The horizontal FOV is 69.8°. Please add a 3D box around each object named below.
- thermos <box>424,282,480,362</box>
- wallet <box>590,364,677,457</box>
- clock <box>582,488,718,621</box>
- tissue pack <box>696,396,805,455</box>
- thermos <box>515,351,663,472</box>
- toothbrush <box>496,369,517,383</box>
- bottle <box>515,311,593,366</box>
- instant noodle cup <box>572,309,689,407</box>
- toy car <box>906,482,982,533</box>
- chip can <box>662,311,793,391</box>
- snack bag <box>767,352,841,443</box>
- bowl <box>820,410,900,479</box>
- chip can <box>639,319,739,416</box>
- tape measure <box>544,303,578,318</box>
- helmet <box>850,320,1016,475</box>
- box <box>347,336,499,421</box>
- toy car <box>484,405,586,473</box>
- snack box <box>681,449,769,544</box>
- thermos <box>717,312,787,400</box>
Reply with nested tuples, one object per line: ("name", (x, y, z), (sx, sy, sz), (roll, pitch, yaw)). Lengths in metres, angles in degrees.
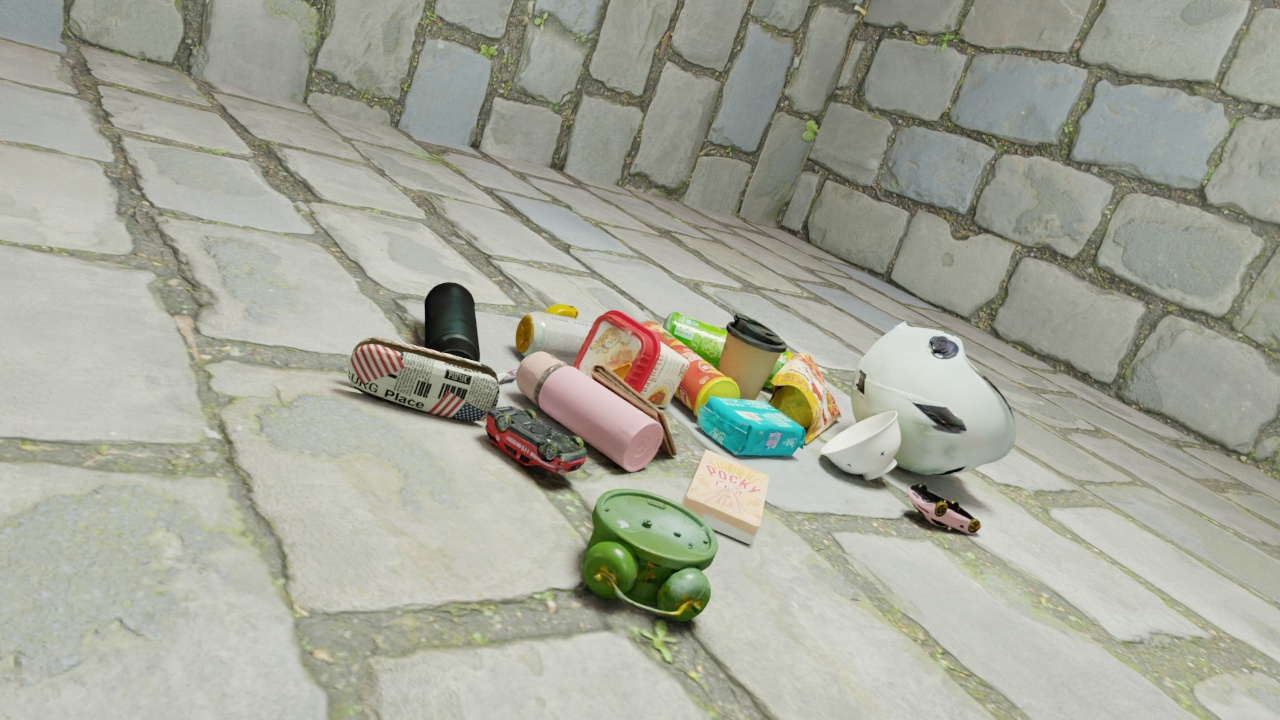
("thermos", (-0.248, -0.030, 1.147), (0.090, 0.068, 0.242), (-6, 23, -9))
("wallet", (-0.007, 0.062, 1.108), (0.115, 0.020, 0.101), (34, -21, 33))
("clock", (0.007, 0.174, 0.810), (0.116, 0.056, 0.161), (18, 17, -5))
("tissue pack", (0.152, 0.091, 1.247), (0.133, 0.050, 0.093), (6, 20, -40))
("thermos", (-0.062, 0.058, 1.090), (0.199, 0.067, 0.087), (30, -1, 34))
("toothbrush", (-0.163, 0.022, 1.163), (0.017, 0.016, 0.187), (35, 19, 13))
("bottle", (-0.082, -0.024, 1.304), (0.189, 0.068, 0.068), (9, 20, -32))
("instant noodle cup", (-0.007, 0.007, 1.239), (0.117, 0.116, 0.124), (34, 10, 37))
("toy car", (0.402, 0.201, 1.219), (0.122, 0.037, 0.056), (26, 15, -29))
("chip can", (0.139, -0.015, 1.527), (0.221, 0.073, 0.072), (20, 17, -2))
("snack bag", (0.256, 0.056, 1.422), (0.128, 0.073, 0.207), (59, 27, 3))
("bowl", (0.319, 0.127, 1.279), (0.064, 0.118, 0.118), (61, 21, -1))
("chip can", (0.058, 0.013, 1.345), (0.073, 0.073, 0.216), (8, 20, -34))
("tape measure", (-0.122, -0.055, 1.371), (0.057, 0.060, 0.029), (5, 27, -44))
("helmet", (0.408, 0.075, 1.362), (0.145, 0.229, 0.258), (-27, 38, -14))
("box", (-0.233, 0.026, 0.987), (0.163, 0.076, 0.073), (17, 13, -17))
("toy car", (-0.111, 0.086, 0.965), (0.121, 0.045, 0.052), (25, 19, 32))
("snack box", (0.097, 0.151, 1.037), (0.084, 0.026, 0.157), (22, 17, 6))
("thermos", (0.151, 0.009, 1.338), (0.093, 0.143, 0.093), (19, 18, -6))
